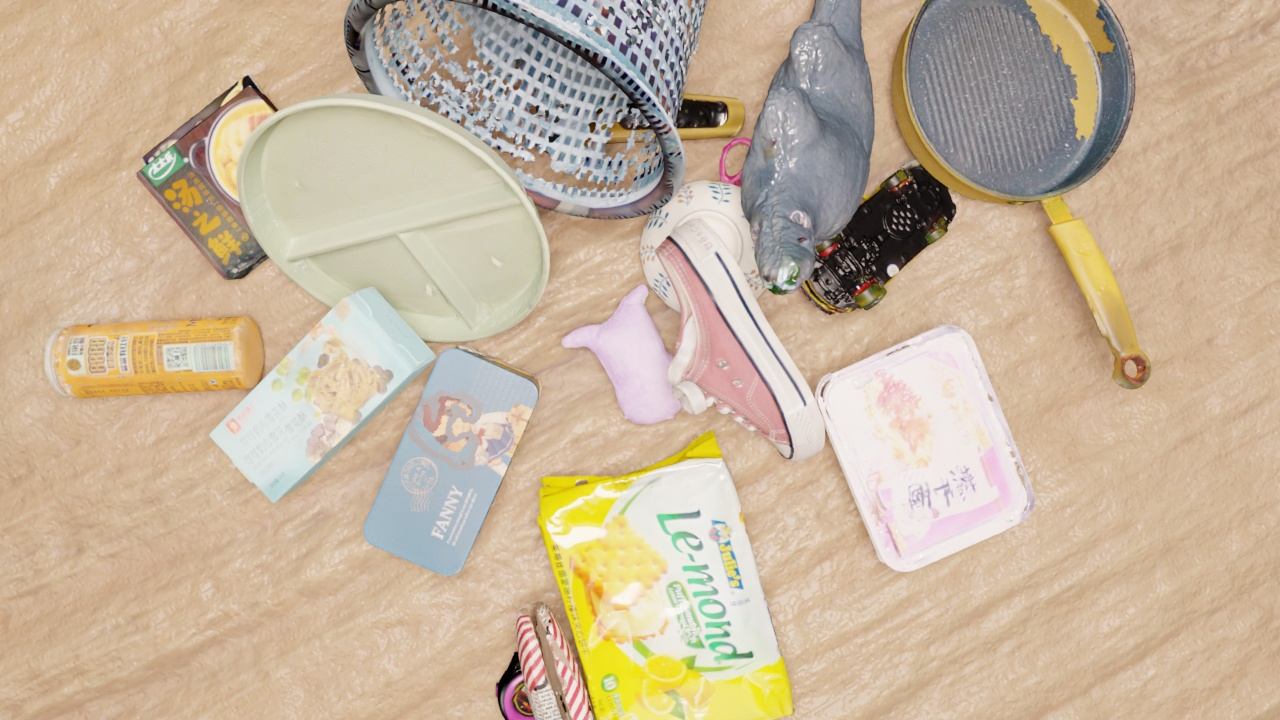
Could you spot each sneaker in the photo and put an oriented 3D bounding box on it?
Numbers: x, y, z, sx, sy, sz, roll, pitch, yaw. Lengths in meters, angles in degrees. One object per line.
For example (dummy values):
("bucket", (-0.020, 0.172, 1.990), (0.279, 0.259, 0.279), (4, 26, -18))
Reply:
("sneaker", (0.062, 0.004, 0.692), (0.088, 0.118, 0.241), (-34, 129, 1))

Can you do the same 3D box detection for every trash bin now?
("trash bin", (-0.045, -0.234, 0.600), (0.226, 0.227, 0.194), (24, 73, -4))

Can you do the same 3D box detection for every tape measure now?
("tape measure", (-0.090, 0.274, 0.755), (0.057, 0.039, 0.058), (19, 84, -13))

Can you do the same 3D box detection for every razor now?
("razor", (0.000, -0.196, 0.732), (0.167, 0.067, 0.062), (-2, 92, -10))

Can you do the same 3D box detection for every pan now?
("pan", (0.325, -0.149, 0.729), (0.197, 0.078, 0.357), (-16, 91, -8))

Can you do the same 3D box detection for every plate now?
("plate", (-0.175, -0.097, 0.667), (0.230, 0.231, 0.027), (15, 50, -4))

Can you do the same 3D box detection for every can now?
("can", (-0.376, -0.003, 0.718), (0.146, 0.058, 0.058), (-3, 92, -3))

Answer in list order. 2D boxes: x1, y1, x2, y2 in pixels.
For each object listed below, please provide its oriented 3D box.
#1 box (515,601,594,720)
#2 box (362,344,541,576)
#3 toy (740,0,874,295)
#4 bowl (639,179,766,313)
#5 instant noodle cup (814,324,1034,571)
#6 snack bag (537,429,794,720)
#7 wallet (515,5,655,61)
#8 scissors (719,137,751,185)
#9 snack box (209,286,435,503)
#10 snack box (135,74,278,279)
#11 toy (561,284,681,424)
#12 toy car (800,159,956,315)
("box", (-0.057, 0.265, 0.710), (0.060, 0.072, 0.164), (-14, 95, 4))
("box", (-0.150, 0.082, 0.733), (0.090, 0.062, 0.184), (22, 89, -3))
("toy", (0.129, -0.166, 0.688), (0.091, 0.138, 0.355), (9, 57, 12))
("bowl", (0.053, -0.089, 0.728), (0.113, 0.062, 0.113), (1, 95, 6))
("instant noodle cup", (0.227, 0.069, 0.755), (0.138, 0.060, 0.173), (-23, 95, -2))
("snack bag", (0.019, 0.194, 0.744), (0.158, 0.068, 0.246), (-16, 93, -2))
("wallet", (-0.044, -0.275, 0.726), (0.133, 0.040, 0.106), (7, 68, -3))
("scissors", (0.070, -0.120, 0.761), (0.133, 0.017, 0.133), (28, 95, 0))
("snack box", (-0.245, 0.027, 0.706), (0.175, 0.051, 0.074), (-41, 95, 17))
("snack box", (-0.318, -0.146, 0.723), (0.113, 0.053, 0.125), (-39, 99, -1))
("toy", (-0.004, 0.004, 0.748), (0.084, 0.039, 0.108), (-32, 100, -7))
("toy car", (0.195, -0.099, 0.752), (0.155, 0.041, 0.071), (-41, 93, -16))
